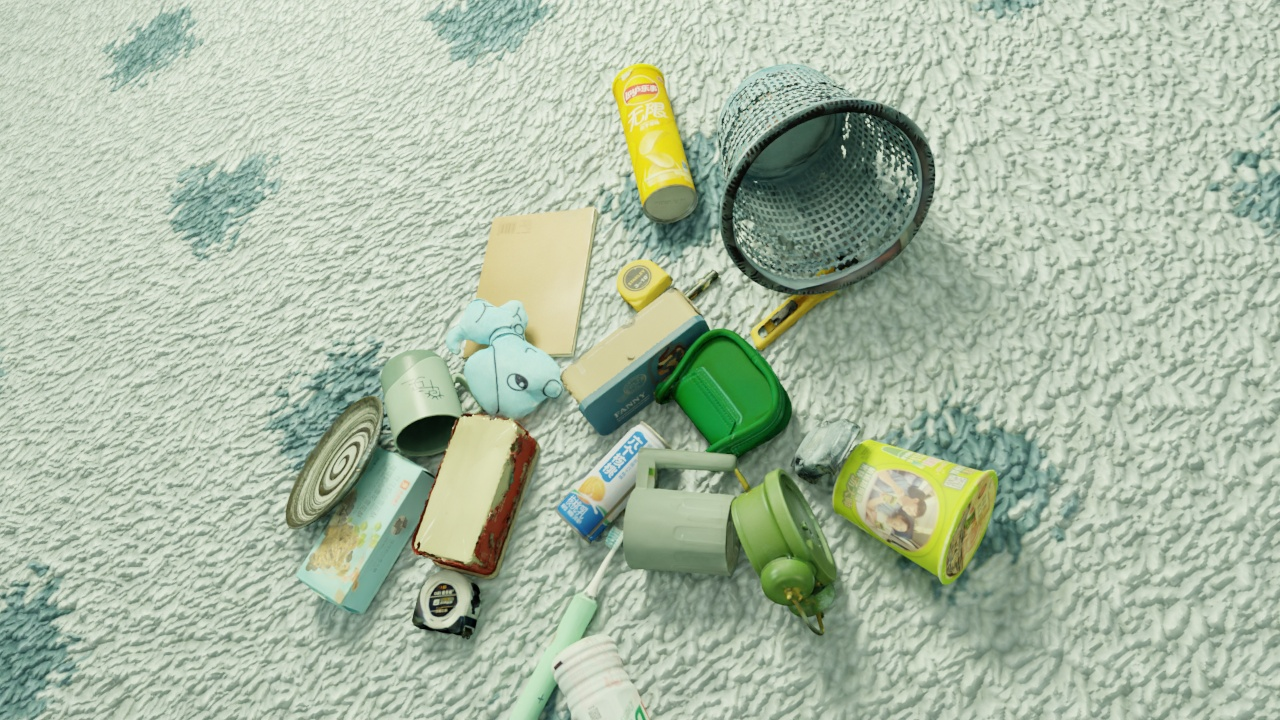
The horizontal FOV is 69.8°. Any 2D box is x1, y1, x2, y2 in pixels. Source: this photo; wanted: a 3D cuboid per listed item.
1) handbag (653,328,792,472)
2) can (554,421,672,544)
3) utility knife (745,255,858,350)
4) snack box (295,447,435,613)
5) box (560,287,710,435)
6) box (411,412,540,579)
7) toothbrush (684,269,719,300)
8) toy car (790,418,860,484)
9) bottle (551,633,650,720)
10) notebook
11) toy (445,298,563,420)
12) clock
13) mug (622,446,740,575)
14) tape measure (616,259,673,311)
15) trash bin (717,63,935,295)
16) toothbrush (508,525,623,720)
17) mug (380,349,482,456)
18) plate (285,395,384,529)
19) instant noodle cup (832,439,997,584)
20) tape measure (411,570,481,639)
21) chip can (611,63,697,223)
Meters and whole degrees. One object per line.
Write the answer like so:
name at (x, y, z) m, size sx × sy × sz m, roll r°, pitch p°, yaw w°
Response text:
handbag at (0.088, 0.041, 0.974) m, size 0.120 × 0.068 × 0.131 m, roll -40°, pitch 62°, yaw 3°
can at (-0.027, 0.130, 0.980) m, size 0.134 × 0.053 × 0.053 m, roll -46°, pitch 59°, yaw -8°
utility knife at (0.161, -0.047, 1.029) m, size 0.215 × 0.015 × 0.033 m, roll -41°, pitch 57°, yaw -3°
snack box at (-0.307, 0.192, 1.044) m, size 0.074 × 0.051 × 0.174 m, roll 21°, pitch 73°, yaw 28°
box at (-0.006, 0.006, 1.017) m, size 0.184 × 0.090 × 0.061 m, roll -40°, pitch 60°, yaw -1°
box at (-0.182, 0.145, 1.011) m, size 0.091 × 0.077 × 0.168 m, roll 7°, pitch 67°, yaw 23°
toothbrush at (0.021, -0.044, 1.074) m, size 0.185 × 0.017 × 0.012 m, roll -41°, pitch 89°, yaw -5°
toy car at (0.179, 0.087, 0.897) m, size 0.037 × 0.121 × 0.054 m, roll 35°, pitch 77°, yaw 2°
bottle at (-0.018, 0.358, 0.854) m, size 0.068 × 0.068 × 0.196 m, roll -30°, pitch 62°, yaw 2°
notebook at (-0.139, -0.099, 1.160) m, size 0.150 × 0.012 × 0.211 m, roll -2°, pitch 64°, yaw 19°
toy at (-0.162, 0.002, 1.088) m, size 0.161 × 0.050 × 0.156 m, roll 5°, pitch 76°, yaw 16°
clock at (0.139, 0.180, 0.864) m, size 0.056 × 0.116 × 0.161 m, roll -30°, pitch 54°, yaw 15°
mug at (0.045, 0.151, 0.920) m, size 0.103 × 0.083 × 0.124 m, roll 2°, pitch 82°, yaw 18°
tape measure at (0.002, -0.091, 1.097) m, size 0.060 × 0.029 × 0.057 m, roll -44°, pitch 60°, yaw -6°
trash bin at (0.178, -0.218, 1.005) m, size 0.227 × 0.227 × 0.194 m, roll -21°, pitch 40°, yaw 7°
toothbrush at (-0.070, 0.272, 0.937) m, size 0.027 × 0.026 × 0.224 m, roll 30°, pitch 74°, yaw -3°
mug at (-0.245, 0.045, 1.087) m, size 0.111 × 0.082 × 0.106 m, roll -8°, pitch 52°, yaw -23°
plate at (-0.352, 0.121, 1.078) m, size 0.180 × 0.024 × 0.179 m, roll -36°, pitch 33°, yaw 27°
instant noodle cup at (0.252, 0.131, 0.860) m, size 0.123 × 0.112 × 0.111 m, roll 24°, pitch 73°, yaw 35°
tape measure at (-0.205, 0.260, 0.986) m, size 0.066 × 0.033 × 0.066 m, roll 6°, pitch 68°, yaw 19°
chip can at (0.017, -0.277, 1.164) m, size 0.072 × 0.072 × 0.213 m, roll -18°, pitch 61°, yaw 9°
